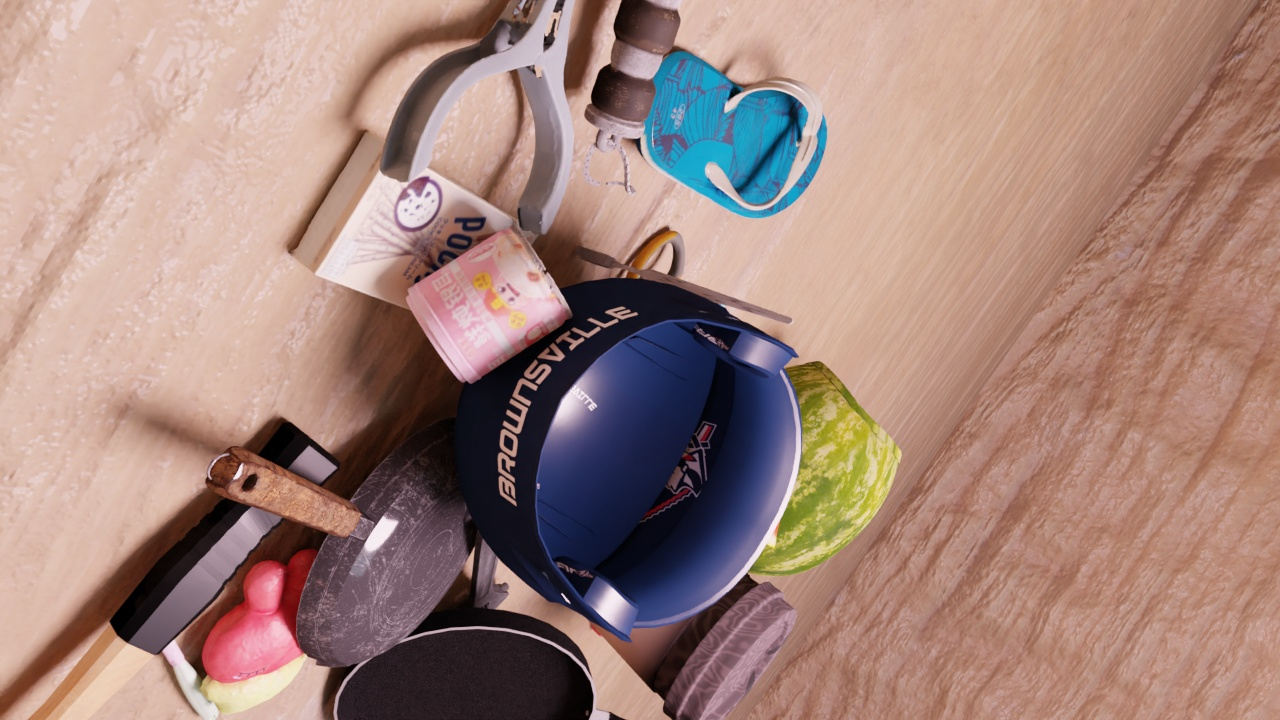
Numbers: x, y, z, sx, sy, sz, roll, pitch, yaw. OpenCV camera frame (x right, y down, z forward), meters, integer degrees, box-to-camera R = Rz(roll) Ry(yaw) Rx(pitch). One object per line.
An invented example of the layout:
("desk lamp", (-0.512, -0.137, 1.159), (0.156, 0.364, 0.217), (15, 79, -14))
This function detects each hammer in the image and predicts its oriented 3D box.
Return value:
("hammer", (-0.303, 0.172, 0.527), (0.327, 0.039, 0.131), (-50, 138, -15))
("hammer", (0.021, -0.246, 0.525), (0.176, 0.079, 0.327), (-17, 137, -50))

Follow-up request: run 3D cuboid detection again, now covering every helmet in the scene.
("helmet", (0.159, 0.134, 1.057), (0.247, 0.213, 0.243), (-40, 174, 4))
("helmet", (-0.002, 0.065, 0.652), (0.272, 0.223, 0.232), (34, 83, -25))

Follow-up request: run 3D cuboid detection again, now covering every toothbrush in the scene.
("toothbrush", (-0.306, 0.207, 0.613), (0.022, 0.015, 0.155), (-33, 148, -32))
("toothbrush", (0.026, -0.055, 0.654), (0.010, 0.182, 0.010), (17, 93, -60))

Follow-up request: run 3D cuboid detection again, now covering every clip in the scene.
("clip", (-0.083, -0.132, 0.514), (0.165, 0.032, 0.165), (-45, 147, -37))

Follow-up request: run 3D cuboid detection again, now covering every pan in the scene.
("pan", (-0.178, 0.114, 0.610), (0.207, 0.040, 0.357), (-59, 166, -13))
("pan", (-0.092, 0.316, 0.835), (0.356, 0.034, 0.226), (14, 122, -18))

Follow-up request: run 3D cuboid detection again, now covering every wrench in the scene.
("wrench", (-0.137, 0.191, 0.804), (0.073, 0.018, 0.274), (-37, 163, -29))

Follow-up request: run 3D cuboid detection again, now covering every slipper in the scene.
("slipper", (0.096, -0.173, 0.744), (0.294, 0.060, 0.118), (-2, 115, -56))

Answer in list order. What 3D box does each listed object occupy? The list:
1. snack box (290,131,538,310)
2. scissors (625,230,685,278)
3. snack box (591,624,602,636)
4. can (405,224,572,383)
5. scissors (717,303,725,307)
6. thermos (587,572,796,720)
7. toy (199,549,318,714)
("snack box", (-0.129, -0.070, 0.554), (0.082, 0.026, 0.150), (-57, 153, 5))
("scissors", (-0.005, 0.004, 0.787), (0.230, 0.016, 0.225), (40, 78, -40))
("snack box", (-0.025, 0.288, 1.164), (0.089, 0.021, 0.133), (-37, 149, -29))
("can", (-0.089, -0.032, 0.539), (0.076, 0.067, 0.067), (-33, 151, -5))
("scissors", (0.045, 0.002, 0.944), (0.133, 0.011, 0.140), (-47, 154, -19))
("thermos", (0.027, 0.256, 0.978), (0.172, 0.226, 0.173), (-39, 150, -28))
("toy", (-0.256, 0.188, 0.635), (0.091, 0.045, 0.135), (-8, 127, -60))
